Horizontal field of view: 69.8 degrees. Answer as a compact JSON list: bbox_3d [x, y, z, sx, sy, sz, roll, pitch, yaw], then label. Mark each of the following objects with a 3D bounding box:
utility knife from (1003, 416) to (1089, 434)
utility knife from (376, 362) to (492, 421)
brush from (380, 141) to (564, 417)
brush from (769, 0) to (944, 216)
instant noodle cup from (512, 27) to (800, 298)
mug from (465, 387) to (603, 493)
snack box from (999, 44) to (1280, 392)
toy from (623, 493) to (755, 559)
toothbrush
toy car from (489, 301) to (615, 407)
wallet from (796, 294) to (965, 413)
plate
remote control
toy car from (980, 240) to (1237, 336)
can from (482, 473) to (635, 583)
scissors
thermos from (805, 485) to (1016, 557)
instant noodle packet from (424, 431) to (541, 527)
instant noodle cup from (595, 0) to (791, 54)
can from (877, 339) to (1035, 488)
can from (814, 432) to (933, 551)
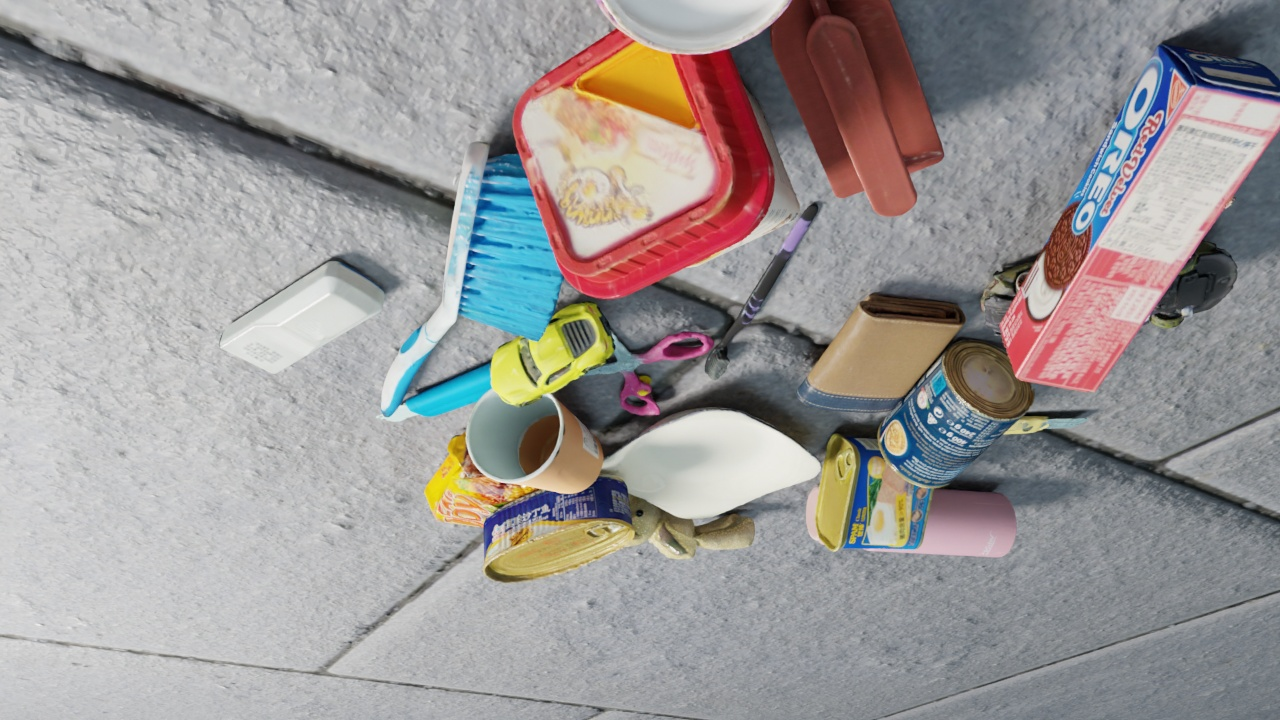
[{"bbox_3d":[0.302,0.057,0.811,0.183,0.019,0.031,-6,151,-3],"label":"utility knife"},{"bbox_3d":[-0.137,0.022,0.721,0.182,0.018,0.034,-20,144,24],"label":"utility knife"},{"bbox_3d":[-0.116,-0.033,0.620,0.109,0.060,0.315,11,146,-10],"label":"brush"},{"bbox_3d":[0.109,-0.137,0.464,0.063,0.069,0.146,-19,142,20],"label":"brush"},{"bbox_3d":[0.017,-0.098,0.465,0.117,0.116,0.124,-23,172,26],"label":"instant noodle cup"},{"bbox_3d":[-0.076,0.068,0.731,0.078,0.078,0.122,-13,161,14],"label":"mug"},{"bbox_3d":[0.285,-0.075,0.537,0.058,0.057,0.208,11,132,-2],"label":"snack box"},{"bbox_3d":[0.040,0.165,0.913,0.157,0.066,0.105,9,-174,-24],"label":"toy"},{"bbox_3d":[0.082,-0.041,0.648,0.014,0.016,0.190,4,144,-19],"label":"toothbrush"},{"bbox_3d":[-0.067,-0.003,0.652,0.105,0.048,0.032,-29,171,25],"label":"toy car"},{"bbox_3d":[0.180,-0.003,0.698,0.090,0.033,0.116,4,144,-15],"label":"wallet"},{"bbox_3d":[0.058,0.084,0.811,0.165,0.034,0.163,-29,137,32],"label":"plate"},{"bbox_3d":[-0.236,-0.027,0.639,0.125,0.024,0.049,-24,140,29],"label":"remote control"},{"bbox_3d":[0.319,-0.047,0.631,0.158,0.042,0.070,-9,142,16],"label":"toy car"},{"bbox_3d":[-0.075,0.151,0.815,0.148,0.049,0.074,-25,141,21],"label":"can"},{"bbox_3d":[-0.004,0.004,0.710,0.134,0.017,0.133,-11,141,18],"label":"scissors"},{"bbox_3d":[0.266,0.148,0.898,0.198,0.067,0.087,7,123,-12],"label":"thermos"},{"bbox_3d":[-0.134,0.116,0.838,0.110,0.044,0.129,15,142,-18],"label":"instant noodle packet"},{"bbox_3d":[0.019,-0.185,0.364,0.111,0.099,0.112,-1,146,-1],"label":"instant noodle cup"},{"bbox_3d":[0.248,0.043,0.729,0.075,0.075,0.111,6,144,-13],"label":"can"},{"bbox_3d":[0.210,0.119,0.822,0.083,0.057,0.102,4,103,-14],"label":"can"}]
